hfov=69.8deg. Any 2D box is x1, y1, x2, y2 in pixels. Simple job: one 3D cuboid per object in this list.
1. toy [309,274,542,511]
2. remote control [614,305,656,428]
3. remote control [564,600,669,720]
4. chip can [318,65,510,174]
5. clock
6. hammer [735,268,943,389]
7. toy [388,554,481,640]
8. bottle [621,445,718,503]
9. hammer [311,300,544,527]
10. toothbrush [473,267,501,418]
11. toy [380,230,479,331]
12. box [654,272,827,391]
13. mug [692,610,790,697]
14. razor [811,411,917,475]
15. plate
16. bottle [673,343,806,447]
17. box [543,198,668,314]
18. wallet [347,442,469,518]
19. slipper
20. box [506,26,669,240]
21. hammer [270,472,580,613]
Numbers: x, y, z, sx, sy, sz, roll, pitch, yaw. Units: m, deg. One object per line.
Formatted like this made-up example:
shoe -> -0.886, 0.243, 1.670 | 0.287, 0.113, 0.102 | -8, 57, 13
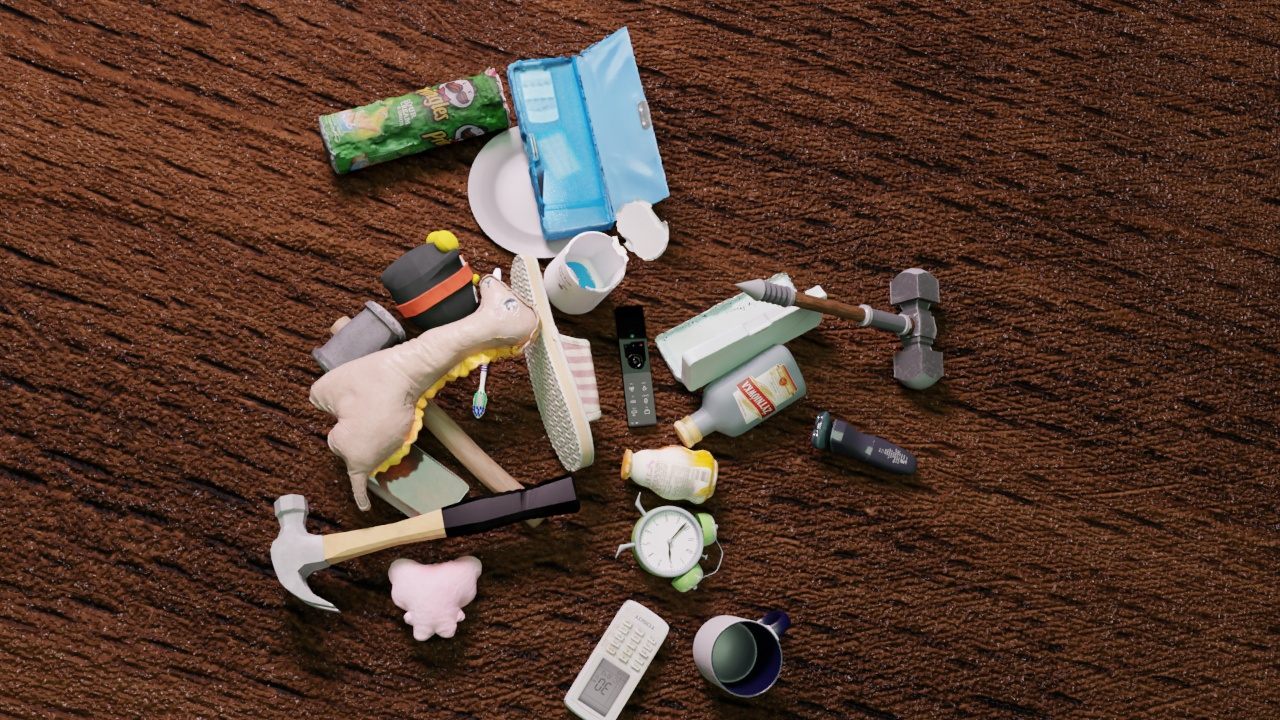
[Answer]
toy -> -0.220, 0.029, 1.000 | 0.264, 0.065, 0.196 | -21, 85, -6
remote control -> -0.007, 0.007, 1.115 | 0.034, 0.013, 0.150 | -5, 79, -9
remote control -> -0.026, 0.342, 1.033 | 0.060, 0.025, 0.138 | 34, 76, 0
chip can -> -0.274, -0.289, 1.112 | 0.223, 0.075, 0.075 | -20, 81, -12
clock -> 0.038, 0.212, 1.062 | 0.119, 0.043, 0.094 | 23, 77, -2
hammer -> 0.236, -0.059, 1.077 | 0.321, 0.043, 0.156 | 9, 75, -34
toy -> -0.224, 0.259, 1.010 | 0.102, 0.050, 0.093 | -3, 66, -12
bottle -> 0.033, 0.129, 1.068 | 0.108, 0.063, 0.063 | 11, 76, -6
hammer -> -0.233, 0.072, 1.057 | 0.328, 0.052, 0.098 | 45, 76, 0
toothbrush -> -0.182, -0.023, 1.096 | 0.015, 0.016, 0.186 | 7, 77, -6
toy -> -0.235, -0.079, 1.066 | 0.099, 0.097, 0.119 | -35, 107, -13
box -> 0.119, -0.046, 1.124 | 0.198, 0.086, 0.096 | -25, 57, -15
mug -> 0.119, 0.317, 1.022 | 0.111, 0.097, 0.078 | -34, 84, -13
razor -> 0.273, 0.106, 1.116 | 0.143, 0.052, 0.047 | 21, 73, -8
plate -> -0.125, -0.211, 1.147 | 0.178, 0.012, 0.178 | 2, 78, -7
bottle -> 0.116, 0.049, 1.098 | 0.161, 0.046, 0.072 | -31, 110, -8
box -> -0.043, -0.120, 1.068 | 0.118, 0.160, 0.084 | -27, 88, -23
wallet -> -0.264, 0.136, 1.048 | 0.123, 0.019, 0.072 | 36, 76, 1
slipper -> -0.094, -0.003, 1.060 | 0.052, 0.115, 0.262 | -12, 74, -24
box -> -0.064, -0.275, 1.131 | 0.173, 0.066, 0.231 | -14, 80, 10
hammer -> -0.230, 0.181, 1.001 | 0.328, 0.039, 0.131 | -12, 65, -9
